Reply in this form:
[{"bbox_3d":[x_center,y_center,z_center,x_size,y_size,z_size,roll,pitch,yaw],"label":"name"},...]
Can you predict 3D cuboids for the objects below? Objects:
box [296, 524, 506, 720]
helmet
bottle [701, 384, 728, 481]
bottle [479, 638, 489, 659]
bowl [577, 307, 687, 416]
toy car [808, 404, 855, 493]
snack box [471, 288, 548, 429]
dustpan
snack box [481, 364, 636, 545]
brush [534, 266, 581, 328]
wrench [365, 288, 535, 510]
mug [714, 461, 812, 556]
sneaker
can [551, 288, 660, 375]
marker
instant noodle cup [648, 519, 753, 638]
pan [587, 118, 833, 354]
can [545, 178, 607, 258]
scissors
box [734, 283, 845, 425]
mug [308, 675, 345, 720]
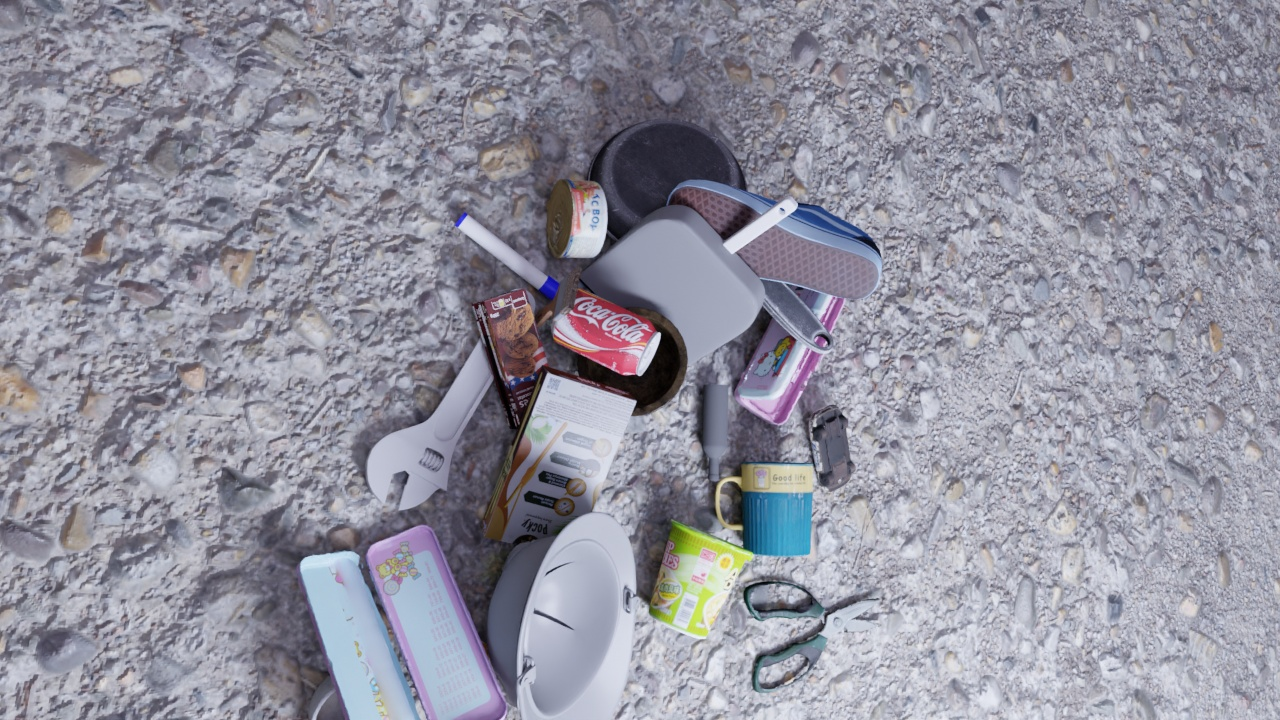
[{"bbox_3d":[-0.229,0.268,0.871,0.149,0.049,0.214,-10,60,-38],"label":"box"},{"bbox_3d":[-0.100,0.269,0.940,0.182,0.118,0.271,-20,117,-51],"label":"helmet"},{"bbox_3d":[0.087,0.085,1.078,0.030,0.030,0.113,5,83,-22],"label":"bottle"},{"bbox_3d":[-0.179,0.336,0.923,0.063,0.063,0.109,-4,86,-23],"label":"bottle"},{"bbox_3d":[-0.006,0.006,1.026,0.121,0.056,0.121,-1,79,6],"label":"bowl"},{"bbox_3d":[0.233,0.109,1.135,0.048,0.040,0.113,-21,111,-23],"label":"toy car"},{"bbox_3d":[-0.131,-0.001,0.981,0.050,0.032,0.141,-22,101,-34],"label":"snack box"},{"bbox_3d":[0.067,-0.098,0.982,0.163,0.258,0.033,45,46,-13],"label":"dustpan"},{"bbox_3d":[-0.087,0.109,0.966,0.101,0.031,0.186,19,100,-20],"label":"snack box"},{"bbox_3d":[-0.093,-0.053,0.956,0.008,0.143,0.045,16,69,-20],"label":"brush"},{"bbox_3d":[-0.197,0.032,0.973,0.086,0.018,0.272,33,72,-16],"label":"wrench"},{"bbox_3d":[0.144,0.172,1.074,0.113,0.083,0.107,1,87,6],"label":"mug"},{"bbox_3d":[0.147,-0.141,1.005,0.241,0.084,0.098,21,35,0],"label":"sneaker"},{"bbox_3d":[-0.037,-0.029,0.973,0.105,0.064,0.064,26,73,11],"label":"can"},{"bbox_3d":[-0.141,-0.112,1.009,0.141,0.020,0.020,38,72,-15],"label":"marker"},{"bbox_3d":[0.060,0.244,1.021,0.099,0.099,0.108,25,83,-18],"label":"instant noodle cup"},{"bbox_3d":[0.091,-0.142,1.042,0.187,0.055,0.357,-42,79,-18],"label":"pan"},{"bbox_3d":[-0.071,-0.155,1.007,0.043,0.086,0.086,-1,85,-25],"label":"can"},{"bbox_3d":[0.208,0.304,1.115,0.209,0.015,0.146,-20,91,-23],"label":"scissors"},{"bbox_3d":[0.195,-0.025,1.096,0.087,0.103,0.201,33,73,-14],"label":"box"},{"bbox_3d":[-0.262,0.347,0.883,0.113,0.071,0.084,25,76,-19],"label":"mug"}]
